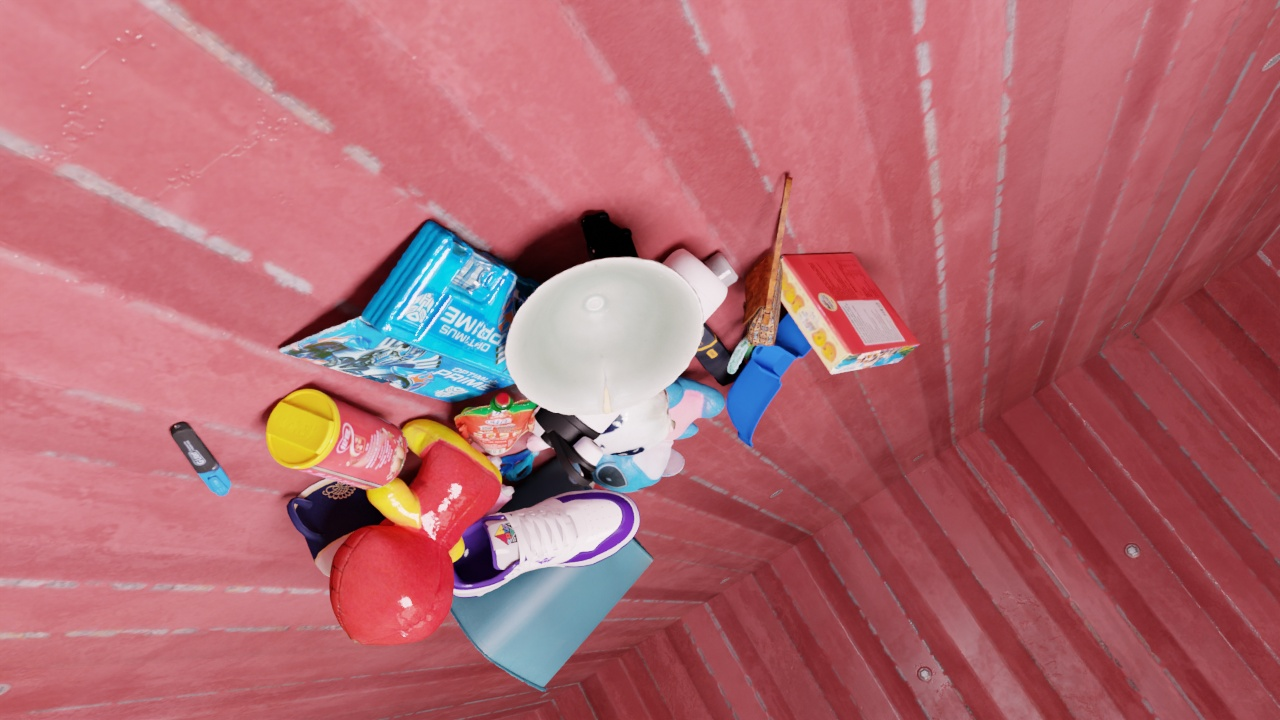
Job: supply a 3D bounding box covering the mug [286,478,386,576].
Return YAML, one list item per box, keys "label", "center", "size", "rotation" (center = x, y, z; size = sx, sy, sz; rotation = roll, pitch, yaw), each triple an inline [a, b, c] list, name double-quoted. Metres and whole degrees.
- label: "mug"
  center: [-0.306, 0.172, 0.929]
  size: [0.086, 0.089, 0.111]
  rotation: [-38, 156, 15]

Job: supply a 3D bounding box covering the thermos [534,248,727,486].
- label: "thermos"
  center: [-0.005, 0.005, 0.881]
  size: [0.230, 0.101, 0.068]
  rotation: [-48, 137, 3]

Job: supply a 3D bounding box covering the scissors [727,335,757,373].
- label: "scissors"
  center: [0.133, -0.037, 1.080]
  size: [0.107, 0.012, 0.132]
  rotation: [-47, 159, -37]

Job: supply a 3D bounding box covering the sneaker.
- label: "sneaker"
  center: [-0.124, 0.198, 1.033]
  size: [0.244, 0.091, 0.111]
  rotation: [-20, 161, -1]

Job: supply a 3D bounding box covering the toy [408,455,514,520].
- label: "toy"
  center: [-0.232, 0.163, 1.035]
  size: [0.158, 0.067, 0.123]
  rotation: [-31, 160, 12]

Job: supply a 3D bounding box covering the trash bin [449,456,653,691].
- label: "trash bin"
  center: [-0.123, 0.263, 1.180]
  size: [0.218, 0.199, 0.196]
  rotation: [-42, 141, -5]

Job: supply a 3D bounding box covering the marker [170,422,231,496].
- label: "marker"
  center: [-0.368, 0.085, 0.770]
  size: [0.018, 0.015, 0.123]
  rotation: [-22, 154, -18]

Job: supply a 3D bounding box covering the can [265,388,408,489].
- label: "can"
  center: [-0.263, 0.072, 0.805]
  size: [0.067, 0.066, 0.124]
  rotation: [-33, 157, 4]

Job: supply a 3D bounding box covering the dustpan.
- label: "dustpan"
  center: [0.169, 0.000, 1.114]
  size: [0.246, 0.059, 0.257]
  rotation: [-53, 155, 8]

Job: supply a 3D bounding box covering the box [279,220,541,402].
- label: "box"
  center: [-0.155, -0.012, 0.780]
  size: [0.175, 0.060, 0.243]
  rotation: [-36, 157, 12]

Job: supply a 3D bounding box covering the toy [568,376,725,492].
- label: "toy"
  center: [0.001, 0.092, 1.141]
  size: [0.192, 0.099, 0.223]
  rotation: [-48, 152, 22]

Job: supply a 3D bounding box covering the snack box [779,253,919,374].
- label: "snack box"
  center: [0.232, -0.058, 1.053]
  size: [0.144, 0.142, 0.040]
  rotation: [-8, 149, -44]

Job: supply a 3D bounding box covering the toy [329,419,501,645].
- label: "toy"
  center: [-0.216, 0.173, 0.891]
  size: [0.099, 0.215, 0.147]
  rotation: [1, 147, 41]

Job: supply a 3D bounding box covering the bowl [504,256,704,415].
- label: "bowl"
  center: [-0.037, -0.034, 0.791]
  size: [0.174, 0.067, 0.174]
  rotation: [-10, 135, -11]

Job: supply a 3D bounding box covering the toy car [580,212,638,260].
- label: "toy car"
  center: [-0.028, -0.095, 0.788]
  size: [0.036, 0.042, 0.091]
  rotation: [-26, 160, 19]

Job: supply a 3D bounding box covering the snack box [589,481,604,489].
- label: "snack box"
  center: [-0.176, 0.248, 1.305]
  size: [0.272, 0.044, 0.077]
  rotation: [-24, 156, -16]

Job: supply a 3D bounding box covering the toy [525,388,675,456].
- label: "toy"
  center: [-0.055, 0.058, 1.007]
  size: [0.180, 0.101, 0.139]
  rotation: [-19, 139, 15]

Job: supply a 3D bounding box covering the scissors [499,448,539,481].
- label: "scissors"
  center: [-0.131, 0.107, 1.111]
  size: [0.135, 0.016, 0.083]
  rotation: [-41, 154, 20]

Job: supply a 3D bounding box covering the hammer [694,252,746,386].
- label: "hammer"
  center: [0.078, -0.025, 1.073]
  size: [0.139, 0.035, 0.312]
  rotation: [-35, 158, 8]

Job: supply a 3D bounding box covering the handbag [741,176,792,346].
- label: "handbag"
  center: [0.131, -0.104, 0.935]
  size: [0.043, 0.093, 0.196]
  rotation: [9, 139, 7]

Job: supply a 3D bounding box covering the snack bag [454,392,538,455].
- label: "snack bag"
  center: [-0.141, 0.059, 0.914]
  size: [0.087, 0.044, 0.155]
  rotation: [-10, 166, -14]
